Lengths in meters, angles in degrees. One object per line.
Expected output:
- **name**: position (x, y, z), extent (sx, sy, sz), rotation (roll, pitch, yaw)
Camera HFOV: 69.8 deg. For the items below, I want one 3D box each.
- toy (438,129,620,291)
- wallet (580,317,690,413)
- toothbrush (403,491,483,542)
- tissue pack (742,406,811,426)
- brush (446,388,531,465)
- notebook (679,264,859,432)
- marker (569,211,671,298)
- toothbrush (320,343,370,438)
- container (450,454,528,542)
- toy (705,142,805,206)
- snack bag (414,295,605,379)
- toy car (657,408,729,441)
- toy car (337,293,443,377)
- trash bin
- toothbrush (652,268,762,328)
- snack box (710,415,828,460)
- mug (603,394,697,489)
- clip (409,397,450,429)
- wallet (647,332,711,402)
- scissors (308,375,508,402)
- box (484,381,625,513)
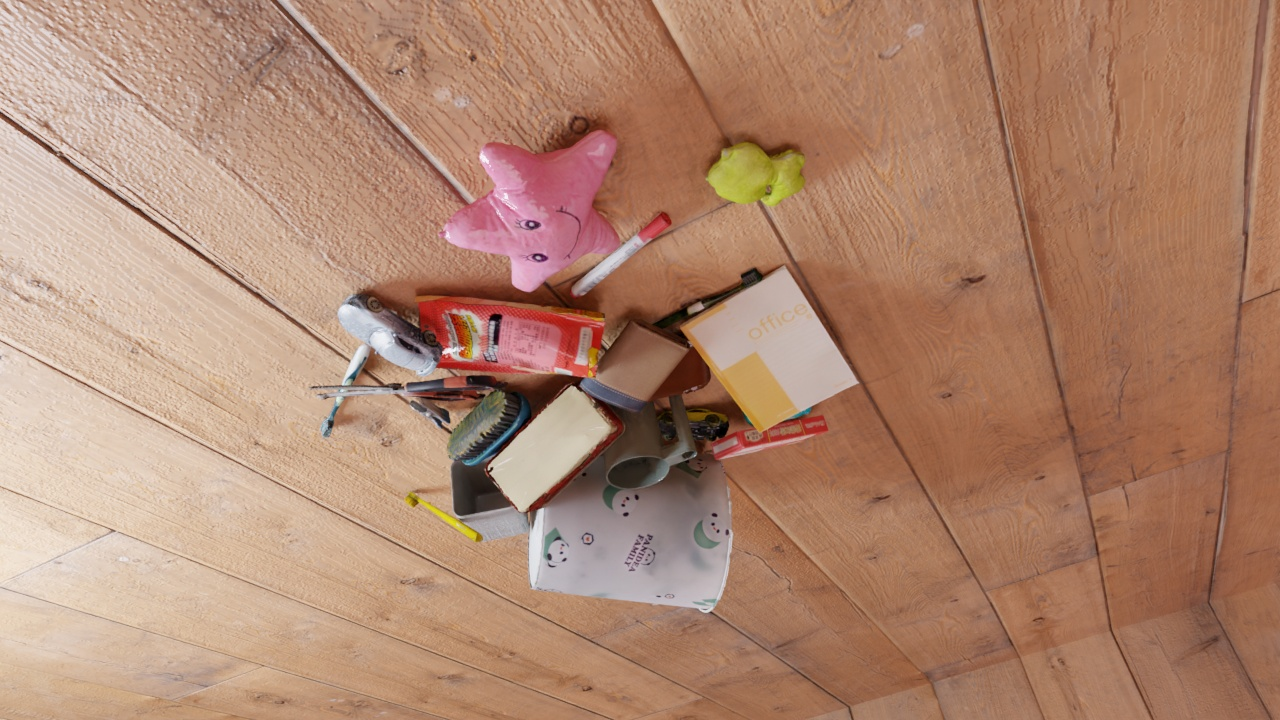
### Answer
- **toy**: position (-0.105, -0.133, 0.882), extent (0.178, 0.074, 0.195), rotation (-13, 145, -12)
- **wallet**: position (-0.007, 0.006, 1.102), extent (0.090, 0.033, 0.115), rotation (24, 122, -26)
- **toothbrush**: position (-0.273, 0.215, 1.259), extent (0.190, 0.016, 0.016), rotation (15, 145, 46)
- **tissue pack**: position (0.174, 0.031, 1.203), extent (0.093, 0.050, 0.133), rotation (-13, 144, 4)
- **brush**: position (-0.188, 0.090, 1.183), extent (0.073, 0.055, 0.144), rotation (18, 134, -39)
- **notebook**: position (0.161, -0.008, 1.122), extent (0.146, 0.010, 0.206), rotation (-29, 124, 15)
- **marker**: position (-0.024, -0.111, 0.987), extent (0.146, 0.017, 0.017), rotation (-36, 138, 30)
- **toothbrush**: position (-0.355, 0.039, 1.101), extent (0.016, 0.018, 0.192), rotation (11, 139, -29)
- **container**: position (-0.209, 0.196, 1.296), extent (0.090, 0.090, 0.114), rotation (-10, 147, 0)
- **toy**: position (0.116, -0.183, 0.914), extent (0.100, 0.031, 0.097), rotation (-13, 146, 2)
- **snack bag**: position (-0.147, -0.023, 1.037), extent (0.208, 0.073, 0.129), rotation (6, 143, -4)
- **toy car**: position (0.069, 0.086, 1.268), extent (0.105, 0.032, 0.048), rotation (0, 144, 0)
- **toy car**: position (-0.273, -0.026, 0.997), extent (0.120, 0.036, 0.054), rotation (36, 137, -22)
- **trash bin**: position (-0.024, 0.234, 1.296), extent (0.251, 0.229, 0.230), rotation (5, 142, -11)
- **toothbrush**: position (0.059, -0.062, 1.080), extent (0.186, 0.012, 0.017), rotation (-26, 136, 20)
- **snack box**: position (0.181, 0.107, 1.281), extent (0.152, 0.025, 0.075), rotation (-8, 166, -30)
- **mug**: position (0.007, 0.098, 1.206), extent (0.124, 0.103, 0.084), rotation (-21, 143, 12)
- **clip**: position (-0.265, 0.064, 1.154), extent (0.036, 0.025, 0.058), rotation (-32, 135, 16)
- **wallet**: position (0.025, 0.009, 1.153), extent (0.124, 0.032, 0.101), rotation (-15, 141, 4)
- **scissors**: position (-0.264, 0.034, 1.072), extent (0.189, 0.015, 0.225), rotation (-10, 169, 36)
- **box**: position (-0.108, 0.111, 1.147), extent (0.168, 0.091, 0.078), rotation (-44, 169, 9)
